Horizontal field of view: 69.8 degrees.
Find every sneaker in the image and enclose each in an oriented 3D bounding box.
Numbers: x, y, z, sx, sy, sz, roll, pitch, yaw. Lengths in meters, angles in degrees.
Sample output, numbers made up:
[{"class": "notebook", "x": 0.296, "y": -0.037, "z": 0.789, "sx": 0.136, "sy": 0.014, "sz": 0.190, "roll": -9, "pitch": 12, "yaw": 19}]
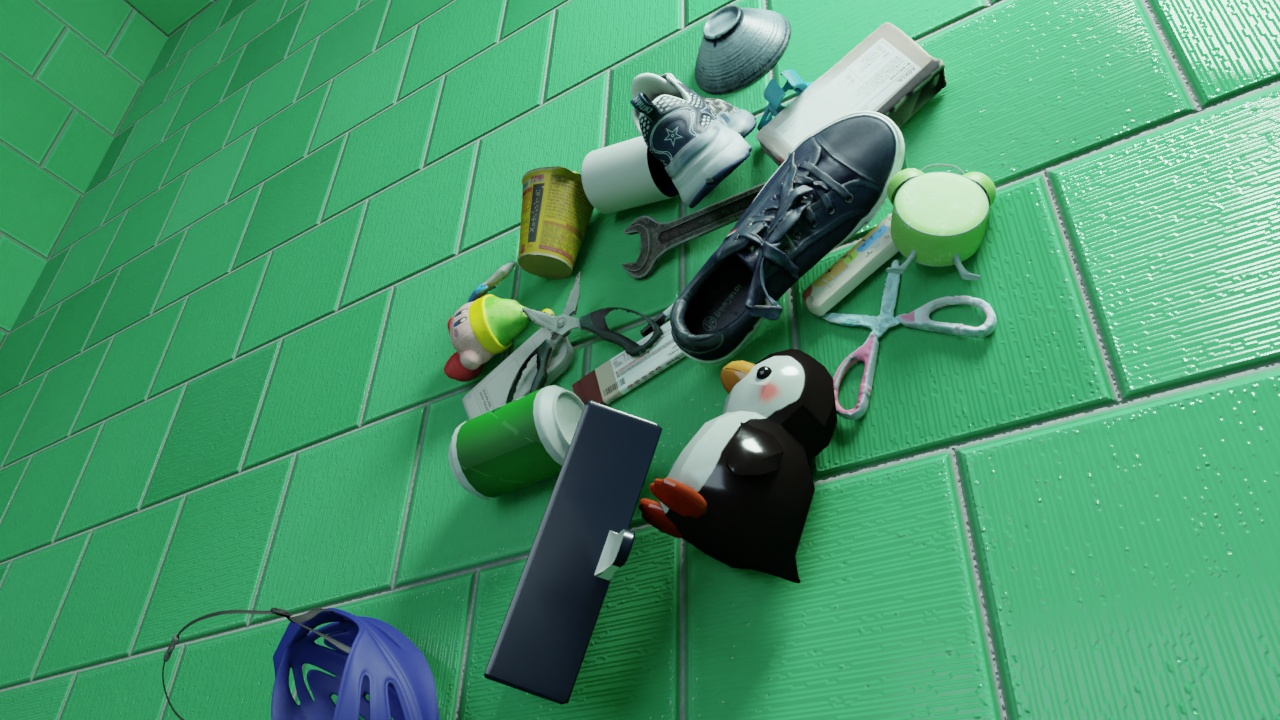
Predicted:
[{"class": "sneaker", "x": 0.132, "y": -0.117, "z": 0.850, "sx": 0.120, "sy": 0.127, "sz": 0.295, "roll": 44, "pitch": 97, "yaw": 15}, {"class": "sneaker", "x": 0.045, "y": -0.264, "z": 0.999, "sx": 0.103, "sy": 0.132, "sz": 0.268, "roll": -41, "pitch": 15, "yaw": 21}]

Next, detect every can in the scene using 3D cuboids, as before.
[{"class": "can", "x": -0.125, "y": 0.086, "z": 0.958, "sx": 0.140, "sy": 0.088, "sz": 0.087, "roll": -23, "pitch": 48, "yaw": 24}]

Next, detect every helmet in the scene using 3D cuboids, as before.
[{"class": "helmet", "x": -0.306, "y": 0.306, "z": 0.839, "sx": 0.242, "sy": 0.227, "sz": 0.147, "roll": 20, "pitch": 83, "yaw": 47}]

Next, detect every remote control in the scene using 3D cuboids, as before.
[{"class": "remote control", "x": -0.141, "y": 0.023, "z": 1.069, "sx": 0.151, "sy": 0.019, "sz": 0.074, "roll": -41, "pitch": 43, "yaw": 8}, {"class": "remote control", "x": 0.207, "y": -0.091, "z": 0.870, "sx": 0.126, "sy": 0.018, "sz": 0.038, "roll": -41, "pitch": 30, "yaw": 7}]

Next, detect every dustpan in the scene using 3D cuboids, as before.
[{"class": "dustpan", "x": -0.046, "y": 0.160, "z": 0.767, "sx": 0.080, "sy": 0.273, "sz": 0.236, "roll": 18, "pitch": 72, "yaw": 5}]

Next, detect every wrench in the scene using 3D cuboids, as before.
[{"class": "wrench", "x": 0.082, "y": -0.155, "z": 0.988, "sx": 0.274, "sy": 0.010, "sz": 0.070, "roll": -18, "pitch": 76, "yaw": 37}]

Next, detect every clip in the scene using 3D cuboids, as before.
[{"class": "clip", "x": 0.164, "y": -0.288, "z": 0.993, "sx": 0.097, "sy": 0.116, "sz": 0.026, "roll": -41, "pitch": 81, "yaw": 9}]

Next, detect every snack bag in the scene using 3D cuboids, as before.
[{"class": "snack bag", "x": -0.006, "y": 0.006, "z": 0.977, "sx": 0.158, "sy": 0.013, "sz": 0.057, "roll": -33, "pitch": 46, "yaw": 15}]

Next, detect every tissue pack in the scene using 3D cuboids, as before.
[{"class": "tissue pack", "x": 0.220, "y": -0.261, "z": 0.964, "sx": 0.181, "sy": 0.071, "sz": 0.104, "roll": -43, "pitch": 58, "yaw": 10}]

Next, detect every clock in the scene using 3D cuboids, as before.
[{"class": "clock", "x": 0.267, "y": -0.132, "z": 0.818, "sx": 0.094, "sy": 0.043, "sz": 0.119, "roll": 6, "pitch": 56, "yaw": 13}]

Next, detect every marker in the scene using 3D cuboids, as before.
[{"class": "marker", "x": 0.059, "y": -0.075, "z": 0.986, "sx": 0.152, "sy": 0.011, "sz": 0.011, "roll": -40, "pitch": 43, "yaw": 9}]

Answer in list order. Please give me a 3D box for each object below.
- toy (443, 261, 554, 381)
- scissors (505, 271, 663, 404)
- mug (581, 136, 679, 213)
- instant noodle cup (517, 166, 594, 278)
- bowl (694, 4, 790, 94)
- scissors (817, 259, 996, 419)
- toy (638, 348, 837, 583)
[{"class": "toy", "x": -0.176, "y": -0.044, "z": 1.119, "sx": 0.132, "sy": 0.096, "sz": 0.124, "roll": -42, "pitch": 33, "yaw": 34}, {"class": "scissors", "x": -0.081, "y": -0.003, "z": 1.014, "sx": 0.202, "sy": 0.015, "sz": 0.205, "roll": 20, "pitch": 79, "yaw": 39}, {"class": "mug", "x": -0.002, "y": -0.233, "z": 1.114, "sx": 0.097, "sy": 0.079, "sz": 0.111, "roll": -8, "pitch": 27, "yaw": 35}, {"class": "instant noodle cup", "x": -0.108, "y": -0.165, "z": 1.137, "sx": 0.101, "sy": 0.100, "sz": 0.112, "roll": -5, "pitch": 67, "yaw": 36}, {"class": "bowl", "x": 0.115, "y": -0.406, "z": 1.153, "sx": 0.137, "sy": 0.057, "sz": 0.136, "roll": -22, "pitch": 48, "yaw": 26}, {"class": "scissors", "x": 0.227, "y": -0.023, "z": 0.811, "sx": 0.177, "sy": 0.013, "sz": 0.170, "roll": -4, "pitch": 54, "yaw": 39}, {"class": "toy", "x": 0.107, "y": 0.078, "z": 0.765, "sx": 0.140, "sy": 0.159, "sz": 0.183, "roll": 31, "pitch": 66, "yaw": 5}]
